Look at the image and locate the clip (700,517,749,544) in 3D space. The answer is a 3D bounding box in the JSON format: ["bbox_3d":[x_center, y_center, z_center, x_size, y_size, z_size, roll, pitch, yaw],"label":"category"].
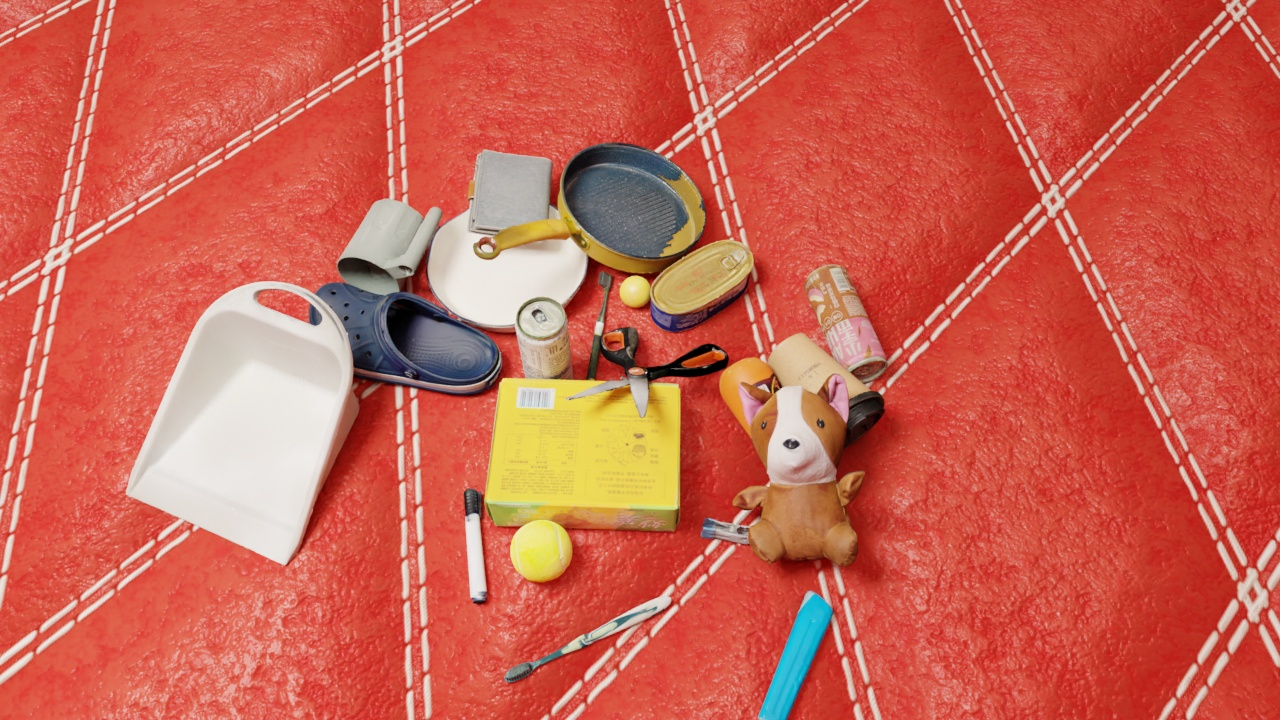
[{"bbox_3d":[0.096,0.188,1.012,0.058,0.026,0.036,10,52,5],"label":"clip"}]

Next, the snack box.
[{"bbox_3d":[-0.060,0.106,1.033,0.210,0.070,0.157,2,59,0],"label":"snack box"}]

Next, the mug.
[{"bbox_3d":[-0.310,-0.144,1.159,0.124,0.083,0.103,-7,51,34],"label":"mug"}]

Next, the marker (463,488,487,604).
[{"bbox_3d":[-0.180,0.202,1.006,0.022,0.018,0.130,-4,59,-14],"label":"marker"}]

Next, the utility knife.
[{"bbox_3d":[0.143,0.337,0.927,0.034,0.018,0.222,25,61,12],"label":"utility knife"}]

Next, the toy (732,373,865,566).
[{"bbox_3d":[0.166,0.115,0.971,0.140,0.130,0.199,-2,80,14],"label":"toy"}]

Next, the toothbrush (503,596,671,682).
[{"bbox_3d":[-0.053,0.288,0.956,0.191,0.018,0.016,-23,62,-13],"label":"toothbrush"}]

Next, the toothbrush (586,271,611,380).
[{"bbox_3d":[-0.055,-0.034,1.146,0.012,0.017,0.185,-18,52,37],"label":"toothbrush"}]

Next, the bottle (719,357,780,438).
[{"bbox_3d":[0.148,0.071,1.063,0.066,0.067,0.149,-22,69,-13],"label":"bottle"}]

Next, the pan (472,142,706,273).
[{"bbox_3d":[-0.064,-0.177,1.142,0.356,0.078,0.197,-30,72,-33],"label":"pan"}]

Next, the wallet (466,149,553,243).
[{"bbox_3d":[-0.170,-0.212,1.187,0.106,0.037,0.129,6,58,-9],"label":"wallet"}]

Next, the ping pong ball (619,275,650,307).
[{"bbox_3d":[-0.006,-0.087,1.164,0.040,0.040,0.040,0,59,0],"label":"ping pong ball"}]

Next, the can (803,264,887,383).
[{"bbox_3d":[0.252,-0.046,1.131,0.058,0.058,0.147,-12,60,-8],"label":"can"}]

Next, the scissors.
[{"bbox_3d":[0.006,0.007,1.054,0.232,0.022,0.221,-7,26,-21],"label":"scissors"}]

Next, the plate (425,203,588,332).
[{"bbox_3d":[-0.169,-0.120,1.180,0.205,0.046,0.204,0,59,0],"label":"plate"}]

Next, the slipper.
[{"bbox_3d":[-0.289,-0.029,1.099,0.253,0.095,0.104,19,58,7],"label":"slipper"}]

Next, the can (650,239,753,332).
[{"bbox_3d":[0.077,-0.094,1.163,0.148,0.049,0.074,-33,65,-18],"label":"can"}]

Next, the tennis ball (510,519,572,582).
[{"bbox_3d":[-0.105,0.203,0.978,0.065,0.066,0.065,0,59,0],"label":"tennis ball"}]

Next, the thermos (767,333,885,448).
[{"bbox_3d":[0.214,0.037,1.069,0.093,0.093,0.143,-27,56,-15],"label":"thermos"}]

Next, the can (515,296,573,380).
[{"bbox_3d":[-0.109,-0.010,1.055,0.058,0.147,0.058,0,59,0],"label":"can"}]

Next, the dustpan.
[{"bbox_3d":[-0.435,0.051,1.023,0.223,0.143,0.257,20,60,11],"label":"dustpan"}]
